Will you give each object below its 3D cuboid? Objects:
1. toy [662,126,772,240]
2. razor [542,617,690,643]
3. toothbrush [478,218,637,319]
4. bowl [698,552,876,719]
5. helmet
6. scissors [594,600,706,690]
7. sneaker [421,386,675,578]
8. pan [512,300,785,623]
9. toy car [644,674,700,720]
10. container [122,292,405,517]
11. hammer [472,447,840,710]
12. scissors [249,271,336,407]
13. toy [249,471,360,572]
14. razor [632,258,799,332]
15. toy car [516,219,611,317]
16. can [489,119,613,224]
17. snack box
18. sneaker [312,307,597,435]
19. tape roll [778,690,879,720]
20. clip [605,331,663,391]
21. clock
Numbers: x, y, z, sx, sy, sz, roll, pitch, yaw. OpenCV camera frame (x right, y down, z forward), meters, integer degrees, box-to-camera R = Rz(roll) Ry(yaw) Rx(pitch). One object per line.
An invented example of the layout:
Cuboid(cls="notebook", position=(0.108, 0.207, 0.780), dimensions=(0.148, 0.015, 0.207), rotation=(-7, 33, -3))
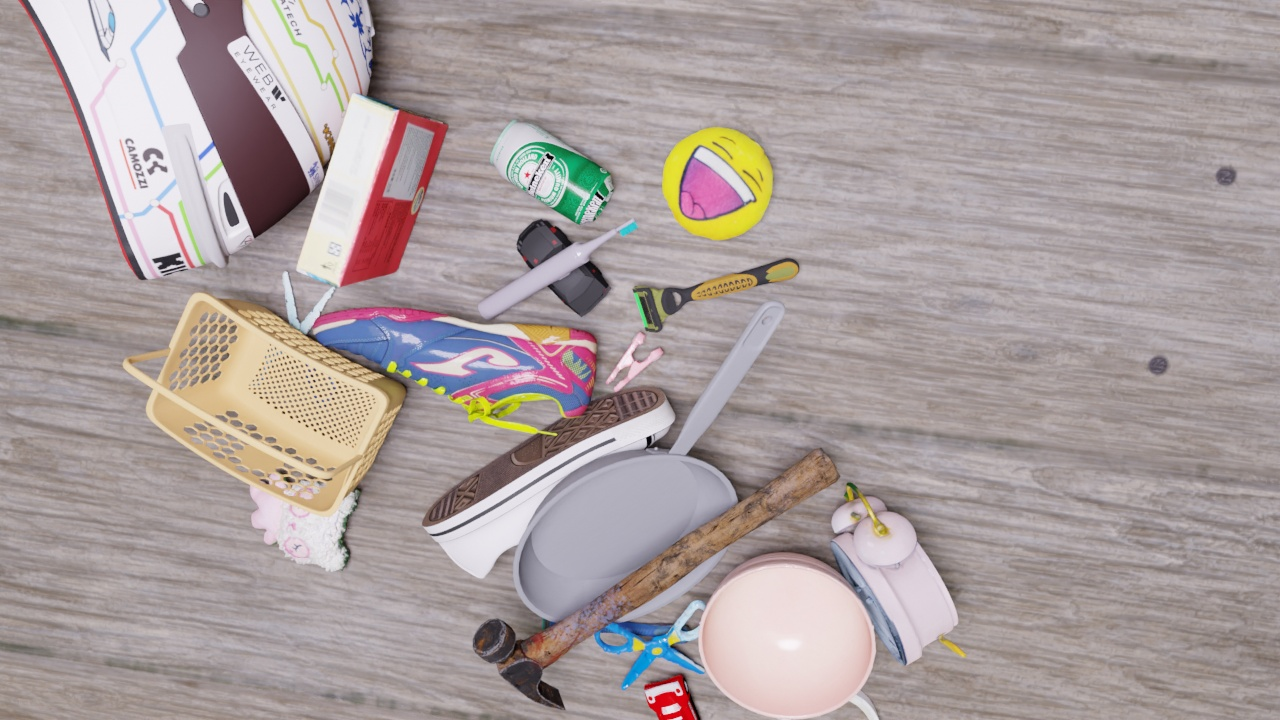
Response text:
Cuboid(cls="toy", position=(0.065, -0.150, 0.776), dimensions=(0.095, 0.041, 0.094), rotation=(44, 104, -5))
Cuboid(cls="razor", position=(-0.022, 0.252, 0.859), dimensions=(0.141, 0.018, 0.044), rotation=(4, 101, 1))
Cuboid(cls="toothbrush", position=(-0.072, -0.076, 0.766), dimensions=(0.188, 0.018, 0.019), rotation=(-25, 94, 38))
Cuboid(cls="bowl", position=(0.128, 0.229, 0.807), dimensions=(0.153, 0.076, 0.153), rotation=(3, 109, 9))
Cuboid(cls="helmet", position=(-0.325, -0.240, 0.702), dimensions=(0.235, 0.231, 0.314), rotation=(-24, 91, -19))
Cuboid(cls="scissors", position=(0.016, 0.259, 0.839), dimensions=(0.125, 0.013, 0.130), rotation=(36, 112, -26))
Cuboid(cls="sneaker", position=(-0.067, 0.118, 0.811), dimensions=(0.245, 0.091, 0.097), rotation=(-32, 106, 6))
Cuboid(cls="pan", position=(0.019, 0.089, 0.747), dimensions=(0.200, 0.050, 0.357), rotation=(10, 121, -30))
Cuboid(cls="toy car", position=(0.034, 0.334, 0.858), dimensions=(0.038, 0.025, 0.089), rotation=(-18, 106, 8))
Cuboid(cls="container", position=(-0.308, 0.039, 0.761), dimensions=(0.183, 0.167, 0.129), rotation=(29, 100, 1))
Cuboid(cls="hammer", position=(0.026, 0.181, 0.777), dimensions=(0.330, 0.033, 0.120), rotation=(-33, 128, 3))
Cuboid(cls="scissors", position=(-0.310, -0.013, 0.848), dimensions=(0.119, 0.014, 0.129), rotation=(38, 98, 2))
Cuboid(cls="toy", position=(-0.322, 0.148, 0.862), dimensions=(0.109, 0.041, 0.096), rotation=(14, 101, 9))
Cuboid(cls="razor", position=(0.068, -0.063, 0.799), dimensions=(0.144, 0.021, 0.044), rotation=(-15, 115, 8))
Cuboid(cls="toy car", position=(-0.070, -0.082, 0.801), dimensions=(0.042, 0.036, 0.091), rotation=(-43, 93, 10))
Cuboid(cls="can", position=(-0.074, -0.159, 0.781), dimensions=(0.101, 0.053, 0.053), rotation=(32, 100, -1))
Cuboid(cls="snack box", position=(-0.215, -0.138, 0.752), dimensions=(0.040, 0.144, 0.143), rotation=(22, 101, -1))
Cuboid(cls="sneaker", position=(-0.159, 0.006, 0.783), dimensions=(0.242, 0.116, 0.091), rotation=(6, 90, -2))
Cuboid(cls="tape roll", position=(0.176, 0.344, 0.853), dimensions=(0.094, 0.019, 0.094), rotation=(1, 99, 5))
Cuboid(cls="clip", position=(-0.010, -0.002, 0.816), dimensions=(0.060, 0.023, 0.045), rotation=(-25, 91, 7))
Cuboid(cls="clock", position=(0.208, 0.176, 0.778), dimensions=(0.059, 0.117, 0.158), rotation=(-27, 96, -2))
